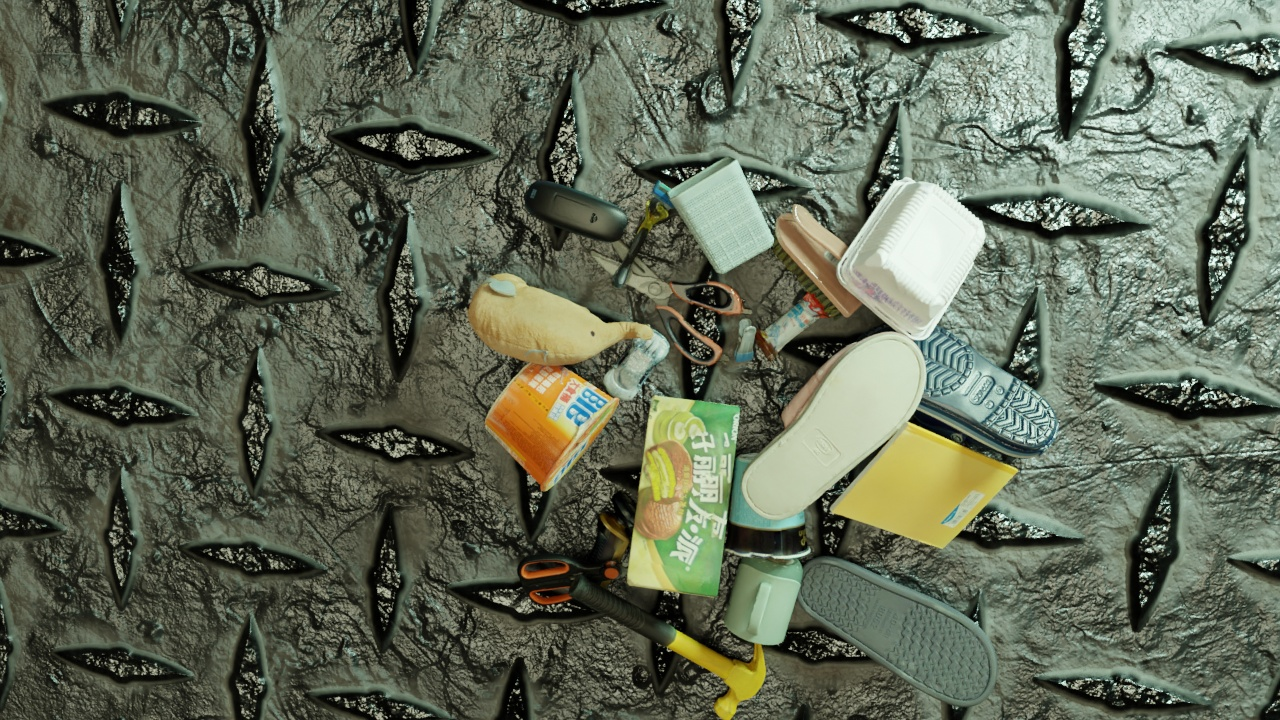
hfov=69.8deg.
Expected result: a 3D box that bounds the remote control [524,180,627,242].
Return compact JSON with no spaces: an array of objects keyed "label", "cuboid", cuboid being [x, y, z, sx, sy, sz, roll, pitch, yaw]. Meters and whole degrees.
[{"label":"remote control","cuboid":[-0.084,-0.188,1.154,0.136,0.024,0.053,20,98,8]}]

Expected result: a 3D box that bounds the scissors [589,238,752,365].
[{"label":"scissors","cuboid":[0.041,-0.086,1.168,0.214,0.015,0.197,-7,100,9]}]

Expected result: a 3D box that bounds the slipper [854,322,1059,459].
[{"label":"slipper","cuboid":[0.376,0.039,1.114,0.253,0.095,0.105,28,65,19]}]

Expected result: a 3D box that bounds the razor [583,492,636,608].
[{"label":"razor","cuboid":[-0.041,0.258,1.226,0.067,0.062,0.168,13,109,-27]}]

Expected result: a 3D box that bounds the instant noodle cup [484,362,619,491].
[{"label":"instant noodle cup","cuboid":[-0.116,0.072,1.153,0.111,0.151,0.151,38,102,7]}]

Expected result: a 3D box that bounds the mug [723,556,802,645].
[{"label":"mug","cuboid":[0.157,0.302,1.175,0.082,0.111,0.106,17,101,13]}]

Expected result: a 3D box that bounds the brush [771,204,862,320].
[{"label":"brush","cuboid":[0.219,-0.122,1.104,0.145,0.073,0.063,48,59,2]}]

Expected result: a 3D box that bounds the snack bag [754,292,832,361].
[{"label":"snack bag","cuboid":[0.191,-0.046,1.151,0.104,0.026,0.048,-34,81,10]}]

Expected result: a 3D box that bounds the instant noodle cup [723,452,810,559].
[{"label":"instant noodle cup","cuboid":[0.160,0.180,1.163,0.111,0.111,0.120,0,91,7]}]

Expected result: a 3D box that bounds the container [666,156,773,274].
[{"label":"container","cuboid":[0.099,-0.173,1.103,0.090,0.090,0.111,-30,104,7]}]

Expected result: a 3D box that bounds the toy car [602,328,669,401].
[{"label":"toy car","cuboid":[-0.007,0.007,1.182,0.049,0.031,0.106,37,104,1]}]

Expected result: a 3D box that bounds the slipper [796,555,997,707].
[{"label":"slipper","cuboid":[0.331,0.336,1.186,0.268,0.083,0.111,27,97,19]}]

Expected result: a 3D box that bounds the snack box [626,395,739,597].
[{"label":"snack box","cuboid":[0.054,0.168,1.151,0.114,0.063,0.240,8,81,4]}]

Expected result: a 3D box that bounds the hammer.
[{"label":"hammer","cuboid":[0.038,0.364,1.210,0.300,0.033,0.129,32,101,-14]}]

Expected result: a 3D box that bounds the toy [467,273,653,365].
[{"label":"toy","cuboid":[-0.101,-0.040,1.128,0.226,0.143,0.083,19,127,3]}]

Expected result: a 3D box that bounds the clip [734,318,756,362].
[{"label":"clip","cuboid":[0.132,-0.025,1.160,0.024,0.028,0.057,-7,122,-14]}]

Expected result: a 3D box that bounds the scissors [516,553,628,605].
[{"label":"scissors","cuboid":[-0.046,0.285,1.204,0.235,0.021,0.125,6,121,2]}]

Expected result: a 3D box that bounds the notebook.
[{"label":"notebook","cuboid":[0.345,0.157,1.111,0.206,0.010,0.146,21,117,-29]}]

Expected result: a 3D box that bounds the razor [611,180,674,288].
[{"label":"razor","cuboid":[0.002,-0.153,1.148,0.042,0.022,0.143,28,92,-23]}]

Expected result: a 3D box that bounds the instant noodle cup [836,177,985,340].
[{"label":"instant noodle cup","cuboid":[0.325,-0.126,1.062,0.138,0.060,0.173,38,72,-4]}]

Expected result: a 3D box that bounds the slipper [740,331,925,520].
[{"label":"slipper","cuboid":[0.226,0.079,1.086,0.114,0.054,0.275,41,102,5]}]
